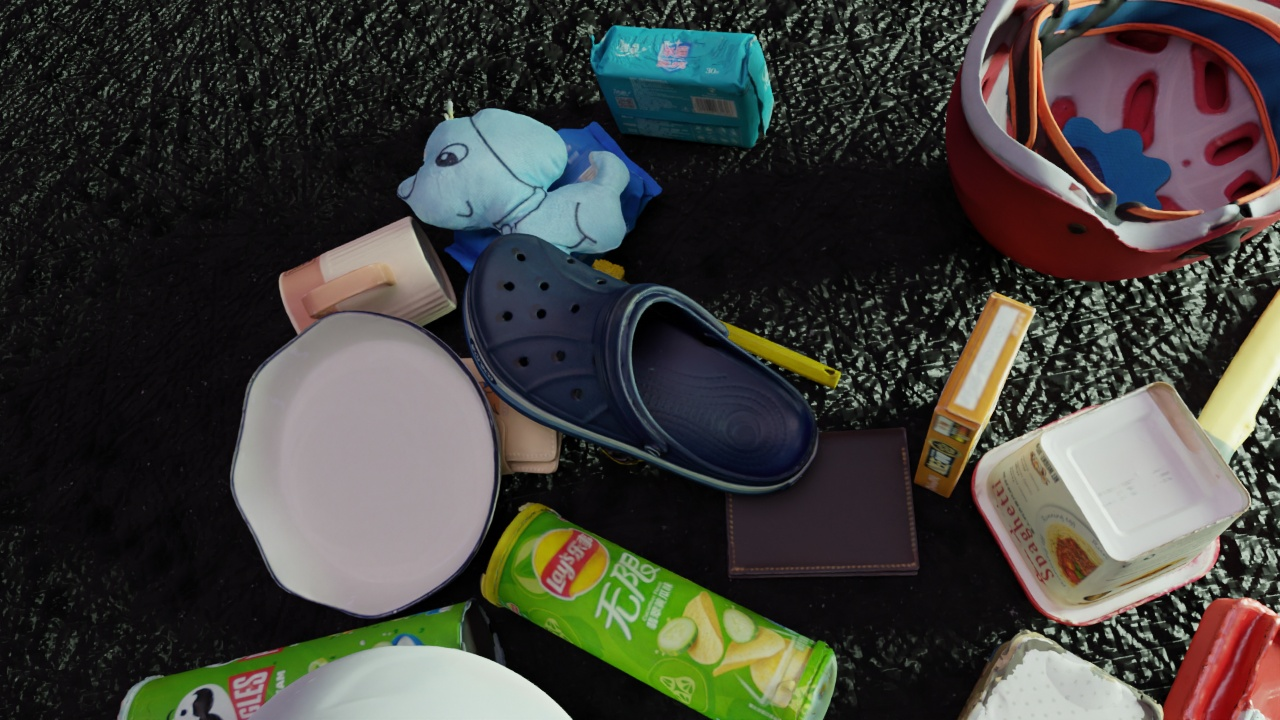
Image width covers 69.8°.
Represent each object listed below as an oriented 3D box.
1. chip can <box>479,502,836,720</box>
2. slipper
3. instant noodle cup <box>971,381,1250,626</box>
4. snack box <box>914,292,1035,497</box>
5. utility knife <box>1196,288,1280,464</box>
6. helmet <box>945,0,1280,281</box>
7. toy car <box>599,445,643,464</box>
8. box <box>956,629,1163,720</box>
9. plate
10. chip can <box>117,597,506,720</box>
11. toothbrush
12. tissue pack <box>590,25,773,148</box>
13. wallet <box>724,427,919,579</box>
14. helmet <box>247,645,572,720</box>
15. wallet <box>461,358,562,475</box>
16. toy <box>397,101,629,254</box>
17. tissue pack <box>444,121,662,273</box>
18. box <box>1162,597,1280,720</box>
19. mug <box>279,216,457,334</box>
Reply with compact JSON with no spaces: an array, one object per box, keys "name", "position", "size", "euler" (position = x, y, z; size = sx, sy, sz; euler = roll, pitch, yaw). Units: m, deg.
[{"name":"chip can","position":[0.011,0.164,0.568],"size":[0.221,0.072,0.072],"euler":[22,75,19]},{"name":"slipper","position":[-0.003,0.003,0.574],"size":[0.253,0.095,0.105],"euler":[30,65,3]},{"name":"instant noodle cup","position":[0.264,0.077,0.519],"size":[0.116,0.124,0.116],"euler":[-24,65,2]},{"name":"snack box","position":[0.192,0.027,0.538],"size":[0.026,0.154,0.075],"euler":[26,76,21]},{"name":"utility knife","position":[0.397,-0.003,0.580],"size":[0.031,0.018,0.167],"euler":[36,81,18]},{"name":"helmet","position":[0.308,-0.141,0.590],"size":[0.240,0.144,0.206],"euler":[-2,68,-4]},{"name":"toy car","position":[-0.022,0.007,0.654],"size":[0.071,0.041,0.155],"euler":[-30,64,-1]},{"name":"box","position":[0.202,0.246,0.501],"size":[0.090,0.062,0.184],"euler":[31,80,22]},{"name":"plate","position":[-0.184,0.070,0.632],"size":[0.205,0.045,0.205],"euler":[0,89,16]},{"name":"chip can","position":[-0.210,0.216,0.597],"size":[0.236,0.072,0.072],"euler":[-15,66,6]},{"name":"toothbrush","position":[0.051,-0.027,0.641],"size":[0.190,0.017,0.015],"euler":[25,60,5]},{"name":"tissue pack","position":[0.031,-0.210,0.702],"size":[0.133,0.093,0.050],"euler":[10,75,15]},{"name":"wallet","position":[0.116,0.094,0.603],"size":[0.122,0.020,0.096],"euler":[-4,72,10]},{"name":"helmet","position":[-0.116,0.255,0.498],"size":[0.229,0.258,0.145],"euler":[-39,26,11]},{"name":"wallet","position":[-0.104,0.040,0.649],"size":[0.115,0.024,0.087],"euler":[-3,82,29]},{"name":"toy","position":[-0.093,-0.128,0.661],"size":[0.161,0.050,0.156],"euler":[-23,72,0]},{"name":"tissue pack","position":[-0.066,-0.109,0.705],"size":[0.157,0.052,0.095],"euler":[-43,68,-6]},{"name":"box","position":[0.337,0.245,0.480],"size":[0.161,0.059,0.200],"euler":[29,76,9]},{"name":"mug","position":[-0.203,-0.052,0.680],"size":[0.106,0.114,0.081],"euler":[-26,91,-1]}]
